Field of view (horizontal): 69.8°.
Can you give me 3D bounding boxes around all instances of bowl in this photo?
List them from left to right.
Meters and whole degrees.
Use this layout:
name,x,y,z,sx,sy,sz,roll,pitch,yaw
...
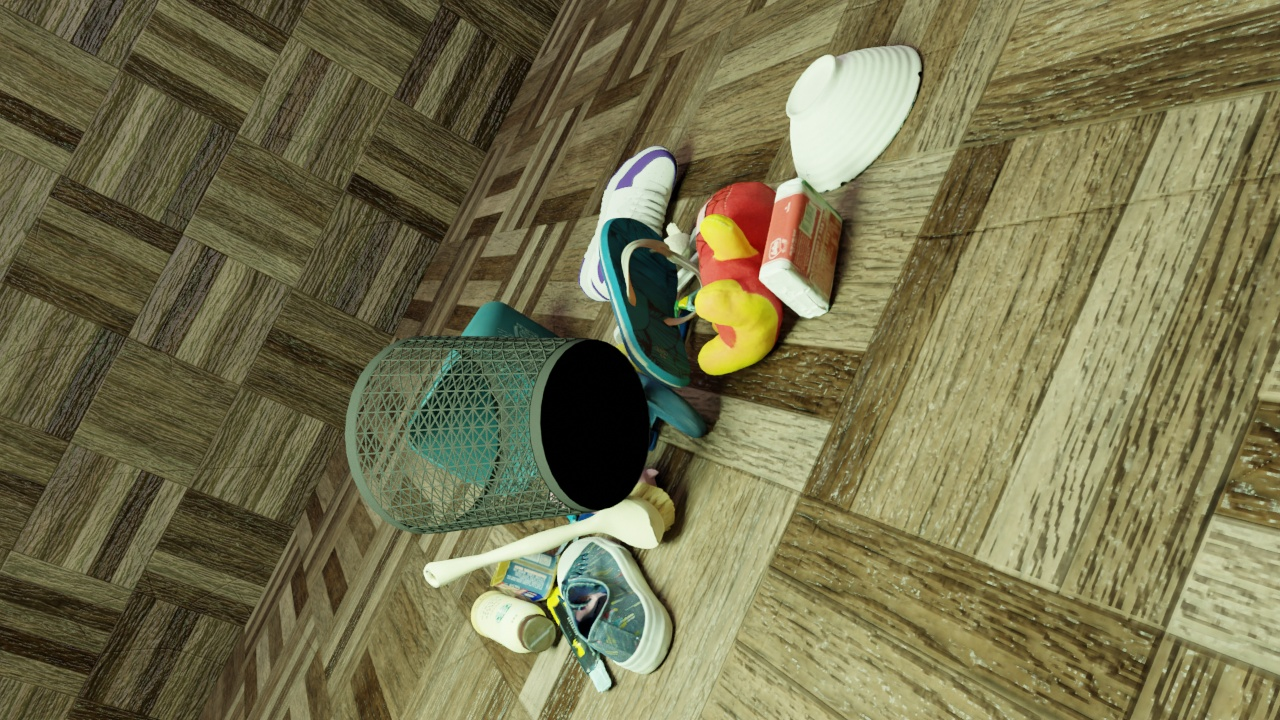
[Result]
name,x,y,z,sx,sy,sz,roll,pitch,yaw
bowl,0.204,-0.271,0.967,0.178,0.071,0.177,-47,27,32

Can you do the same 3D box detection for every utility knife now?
name,x,y,z,sx,sy,sz,roll,pitch,yaw
utility knife,-0.064,0.293,0.969,0.029,0.020,0.203,-63,24,2

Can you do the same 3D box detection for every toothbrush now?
name,x,y,z,sx,sy,sz,roll,pitch,yaw
toothbrush,0.030,0.018,1.078,0.016,0.017,0.189,-19,47,51

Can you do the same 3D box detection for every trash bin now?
name,x,y,z,sx,sy,sz,roll,pitch,yaw
trash bin,-0.210,0.041,1.354,0.200,0.196,0.218,-51,19,22
trash bin,-0.135,0.071,0.936,0.244,0.217,0.216,-6,56,37

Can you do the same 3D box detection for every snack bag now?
name,x,y,z,sx,sy,sz,roll,pitch,yaw
snack bag,0.155,-0.108,0.877,0.036,0.077,0.115,-16,49,44

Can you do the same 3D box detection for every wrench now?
name,x,y,z,sx,sy,sz,roll,pitch,yaw
wrench,0.059,-0.110,1.131,0.274,0.047,0.009,-47,45,27

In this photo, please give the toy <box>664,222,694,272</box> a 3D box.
name,x,y,z,sx,sy,sz,roll,pitch,yaw
toy,0.036,-0.128,1.185,0.087,0.050,0.112,-48,31,26

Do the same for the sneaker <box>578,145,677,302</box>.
name,x,y,z,sx,sy,sz,roll,pitch,yaw
sneaker,-0.005,-0.194,1.303,0.244,0.091,0.111,-66,24,0

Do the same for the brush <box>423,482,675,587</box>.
name,x,y,z,sx,sy,sz,roll,pitch,yaw
brush,-0.095,0.185,0.933,0.272,0.062,0.077,-17,7,10

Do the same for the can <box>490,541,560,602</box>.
name,x,y,z,sx,sy,sz,roll,pitch,yaw
can,-0.137,0.250,1.087,0.100,0.059,0.053,136,154,-65

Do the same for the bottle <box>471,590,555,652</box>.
name,x,y,z,sx,sy,sz,roll,pitch,yaw
bottle,-0.148,0.308,1.077,0.162,0.056,0.056,-12,54,61

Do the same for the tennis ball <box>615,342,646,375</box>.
name,x,y,z,sx,sy,sz,roll,pitch,yaw
tennis ball,-0.007,0.006,1.105,0.065,0.065,0.065,-46,27,33

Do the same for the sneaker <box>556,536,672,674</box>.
name,x,y,z,sx,sy,sz,roll,pitch,yaw
sneaker,-0.047,0.230,0.922,0.087,0.079,0.236,-63,23,-1

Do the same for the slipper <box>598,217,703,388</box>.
name,x,y,z,sx,sy,sz,roll,pitch,yaw
slipper,0.015,-0.086,1.001,0.060,0.118,0.294,-49,29,29

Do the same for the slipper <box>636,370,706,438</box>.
name,x,y,z,sx,sy,sz,roll,pitch,yaw
slipper,-0.014,0.043,1.001,0.214,0.104,0.059,19,71,52

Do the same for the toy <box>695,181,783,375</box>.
name,x,y,z,sx,sy,sz,roll,pitch,yaw
toy,0.102,-0.096,0.946,0.148,0.099,0.215,94,-176,-50

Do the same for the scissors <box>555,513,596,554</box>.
name,x,y,z,sx,sy,sz,roll,pitch,yaw
scissors,-0.076,0.194,1.108,0.134,0.014,0.127,-47,29,31

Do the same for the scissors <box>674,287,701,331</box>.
name,x,y,z,sx,sy,sz,roll,pitch,yaw
scissors,0.039,-0.065,1.092,0.131,0.011,0.125,-24,54,16

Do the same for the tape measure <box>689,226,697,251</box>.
name,x,y,z,sx,sy,sz,roll,pitch,yaw
tape measure,0.093,-0.144,1.071,0.060,0.062,0.020,-42,30,46

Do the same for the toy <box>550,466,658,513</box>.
name,x,y,z,sx,sy,sz,roll,pitch,yaw
toy,-0.045,0.120,1.021,0.158,0.067,0.123,-21,77,50
